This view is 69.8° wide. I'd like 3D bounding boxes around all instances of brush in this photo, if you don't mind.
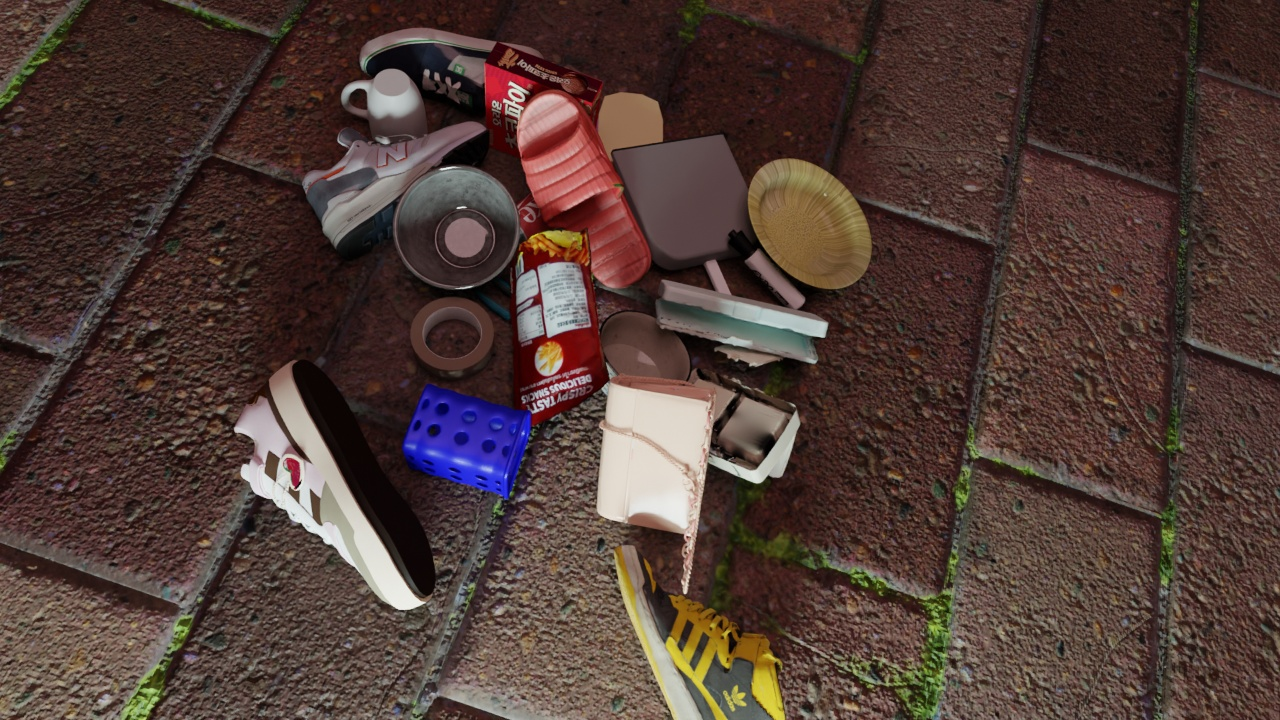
[{"bbox_3d":[-0.016,-0.242,1.176,0.089,0.043,0.228,4,65,-6],"label":"brush"}]

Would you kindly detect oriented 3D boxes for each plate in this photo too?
[{"bbox_3d":[0.206,-0.166,1.163,0.184,0.036,0.184,11,64,-23],"label":"plate"}]

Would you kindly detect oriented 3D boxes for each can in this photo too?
[{"bbox_3d":[-0.119,-0.184,1.129,0.054,0.054,0.096,43,67,12],"label":"can"}]

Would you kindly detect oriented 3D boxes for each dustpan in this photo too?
[{"bbox_3d":[0.078,-0.158,1.144,0.163,0.033,0.257,-15,73,-25],"label":"dustpan"}]

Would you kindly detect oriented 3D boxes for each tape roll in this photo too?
[{"bbox_3d":[-0.216,-0.025,1.055,0.093,0.030,0.093,3,65,-7],"label":"tape roll"}]

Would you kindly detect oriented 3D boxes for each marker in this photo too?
[{"bbox_3d":[0.153,-0.112,1.128,0.126,0.025,0.025,46,66,-9],"label":"marker"}]

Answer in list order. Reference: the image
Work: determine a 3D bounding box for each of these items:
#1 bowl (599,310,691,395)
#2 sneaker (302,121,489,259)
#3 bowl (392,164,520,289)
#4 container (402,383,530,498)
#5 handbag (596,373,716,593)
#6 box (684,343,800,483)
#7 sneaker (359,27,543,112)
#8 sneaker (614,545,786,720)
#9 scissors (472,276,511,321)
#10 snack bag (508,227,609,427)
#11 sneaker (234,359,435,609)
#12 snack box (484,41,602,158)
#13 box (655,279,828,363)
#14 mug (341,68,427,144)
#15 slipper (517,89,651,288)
[{"bbox_3d":[-0.006,0.006,1.045,0.115,0.059,0.115,17,48,-20],"label":"bowl"},{"bbox_3d":[-0.304,-0.238,1.107,0.124,0.089,0.239,43,70,8],"label":"sneaker"},{"bbox_3d":[-0.211,-0.150,1.079,0.145,0.067,0.145,0,86,-1],"label":"bowl"},{"bbox_3d":[-0.184,0.085,0.980,0.113,0.085,0.084,16,64,0],"label":"container"},{"bbox_3d":[0.007,0.101,0.911,0.116,0.187,0.199,8,107,5],"label":"handbag"},{"bbox_3d":[0.126,0.051,1.047,0.143,0.081,0.181,24,66,35],"label":"box"},{"bbox_3d":[-0.241,-0.363,1.179,0.235,0.084,0.079,2,66,-11],"label":"sneaker"},{"bbox_3d":[0.065,0.280,0.924,0.122,0.086,0.238,-21,74,-10],"label":"sneaker"},{"bbox_3d":[-0.139,-0.048,1.083,0.135,0.019,0.130,-8,71,-4],"label":"scissors"},{"bbox_3d":[-0.100,-0.039,1.023,0.066,0.139,0.207,23,55,-49],"label":"snack bag"},{"bbox_3d":[-0.324,0.143,0.934,0.116,0.112,0.293,-36,76,1],"label":"sneaker"},{"bbox_3d":[-0.121,-0.301,1.127,0.132,0.152,0.035,21,64,2],"label":"snack box"},{"bbox_3d":[0.117,-0.053,1.075,0.199,0.073,0.085,12,44,-9],"label":"box"},{"bbox_3d":[-0.322,-0.320,1.141,0.107,0.090,0.071,15,64,-1],"label":"mug"},{"bbox_3d":[-0.069,-0.190,1.067,0.104,0.059,0.249,-23,108,14],"label":"slipper"}]
